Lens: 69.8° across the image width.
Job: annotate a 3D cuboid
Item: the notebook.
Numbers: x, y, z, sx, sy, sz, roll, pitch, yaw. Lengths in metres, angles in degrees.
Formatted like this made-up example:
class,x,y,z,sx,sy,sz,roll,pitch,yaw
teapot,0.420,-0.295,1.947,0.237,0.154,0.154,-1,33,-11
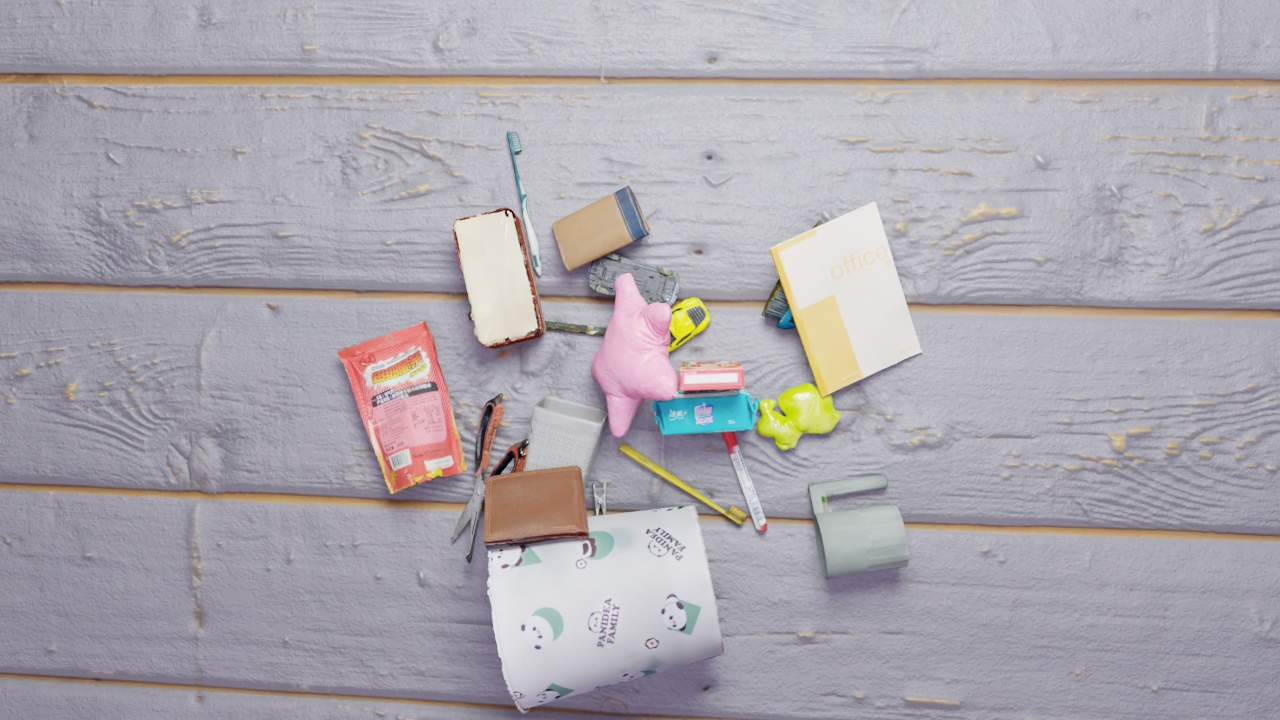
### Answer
class,x,y,z,sx,sy,sz,roll,pitch,yaw
notebook,0.256,-0.073,1.136,0.146,0.010,0.206,-24,108,-6

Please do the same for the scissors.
class,x,y,z,sx,sy,sz,roll,pitch,yaw
scissors,-0.200,0.152,1.194,0.227,0.015,0.188,-38,53,40

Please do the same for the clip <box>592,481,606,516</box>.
class,x,y,z,sx,sy,sz,roll,pitch,yaw
clip,-0.053,0.188,1.214,0.036,0.025,0.058,-5,87,-4

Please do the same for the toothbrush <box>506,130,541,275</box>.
class,x,y,z,sx,sy,sz,roll,pitch,yaw
toothbrush,-0.148,-0.205,1.195,0.018,0.016,0.191,-12,93,-5

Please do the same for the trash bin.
class,x,y,z,sx,sy,sz,roll,pitch,yaw
trash bin,-0.038,0.292,1.127,0.252,0.229,0.229,-11,93,0

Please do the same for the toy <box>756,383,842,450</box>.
class,x,y,z,sx,sy,sz,roll,pitch,yaw
toy,0.202,0.069,1.179,0.097,0.031,0.100,35,97,3

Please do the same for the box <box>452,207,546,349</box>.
class,x,y,z,sx,sy,sz,roll,pitch,yaw
box,-0.182,-0.103,1.163,0.091,0.078,0.168,-13,86,1

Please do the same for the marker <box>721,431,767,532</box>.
class,x,y,z,sx,sy,sz,roll,pitch,yaw
marker,0.136,0.155,1.198,0.017,0.017,0.145,-20,93,6

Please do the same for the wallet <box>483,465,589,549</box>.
class,x,y,z,sx,sy,sz,roll,pitch,yaw
wallet,-0.126,0.177,1.094,0.124,0.101,0.032,-7,131,-2

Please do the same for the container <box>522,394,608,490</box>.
class,x,y,z,sx,sy,sz,roll,pitch,yaw
container,-0.101,0.115,1.180,0.090,0.090,0.114,15,98,4

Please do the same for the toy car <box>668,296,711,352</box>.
class,x,y,z,sx,sy,sz,roll,pitch,yaw
toy car,0.041,-0.040,1.184,0.105,0.032,0.048,-34,91,8

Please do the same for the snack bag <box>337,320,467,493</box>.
class,x,y,z,sx,sy,sz,roll,pitch,yaw
snack bag,-0.308,0.063,1.208,0.128,0.073,0.208,-18,87,1

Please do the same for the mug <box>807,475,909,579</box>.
class,x,y,z,sx,sy,sz,roll,pitch,yaw
mug,0.275,0.210,1.166,0.103,0.084,0.123,-9,69,4

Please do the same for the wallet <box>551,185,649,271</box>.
class,x,y,z,sx,sy,sz,roll,pitch,yaw
wallet,-0.051,-0.167,1.164,0.115,0.033,0.090,-24,53,6

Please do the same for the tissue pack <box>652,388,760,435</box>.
class,x,y,z,sx,sy,sz,roll,pitch,yaw
tissue pack,0.085,0.063,1.157,0.133,0.093,0.050,-3,93,5

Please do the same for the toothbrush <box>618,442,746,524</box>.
class,x,y,z,sx,sy,sz,roll,pitch,yaw
toothbrush,0.055,0.160,1.206,0.190,0.015,0.016,31,91,2

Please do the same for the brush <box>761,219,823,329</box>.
class,x,y,z,sx,sy,sz,roll,pitch,yaw
brush,0.215,-0.100,1.153,0.073,0.055,0.144,31,96,3

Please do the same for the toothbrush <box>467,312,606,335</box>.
class,x,y,z,sx,sy,sz,roll,pitch,yaw
toothbrush,-0.136,-0.048,1.204,0.186,0.017,0.012,7,84,4

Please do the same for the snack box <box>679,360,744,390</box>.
class,x,y,z,sx,sy,sz,roll,pitch,yaw
snack box,0.087,0.017,1.123,0.075,0.153,0.025,-2,93,5

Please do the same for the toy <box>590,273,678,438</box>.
class,x,y,z,sx,sy,sz,roll,pitch,yaw
toy,-0.007,0.007,1.122,0.074,0.178,0.195,1,119,-32

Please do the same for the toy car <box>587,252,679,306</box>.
class,x,y,z,sx,sy,sz,roll,pitch,yaw
toy car,-0.009,-0.103,1.180,0.120,0.036,0.054,15,95,0
